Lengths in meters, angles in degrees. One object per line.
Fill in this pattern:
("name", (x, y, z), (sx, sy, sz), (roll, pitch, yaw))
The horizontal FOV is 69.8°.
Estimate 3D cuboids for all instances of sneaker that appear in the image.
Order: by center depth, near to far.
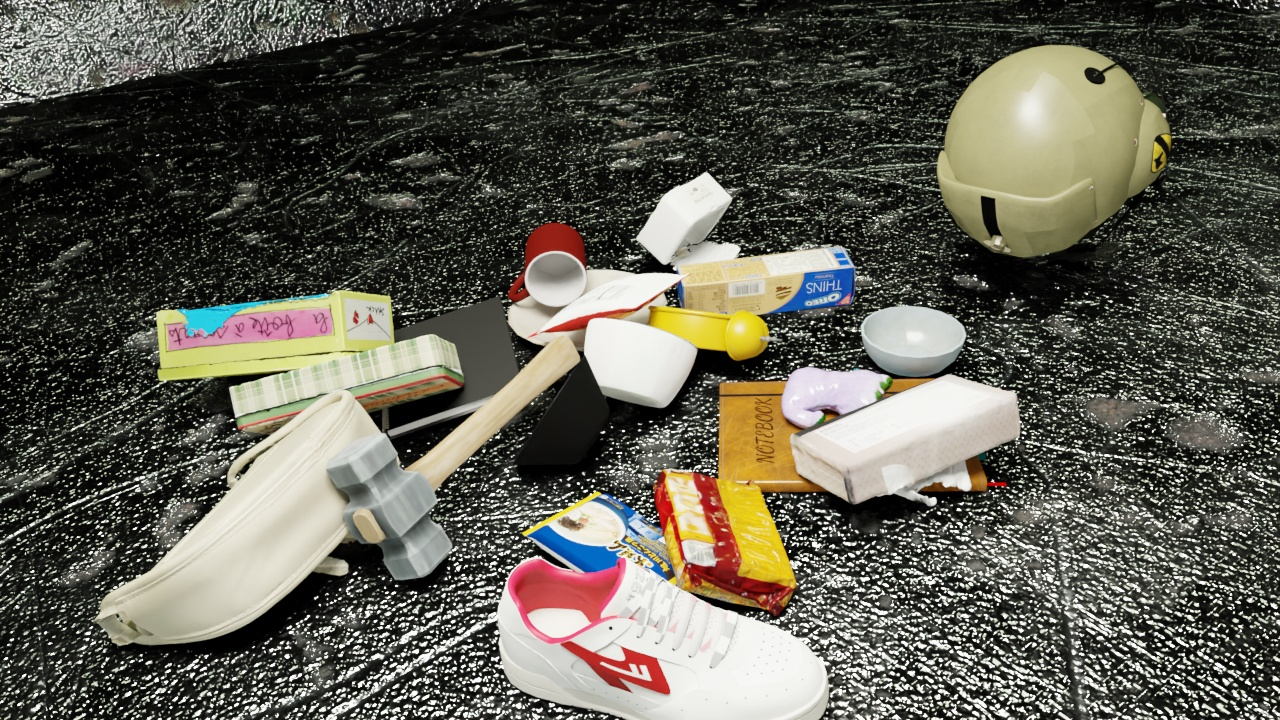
("sneaker", (0.010, 0.188, 0.634), (0.237, 0.104, 0.090), (8, 35, 19))

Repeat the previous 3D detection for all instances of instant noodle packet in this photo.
("instant noodle packet", (0.065, 0.142, 0.742), (0.098, 0.040, 0.135), (10, 29, -16))
("instant noodle packet", (-0.022, 0.155, 0.763), (0.086, 0.026, 0.134), (-24, 36, -39))

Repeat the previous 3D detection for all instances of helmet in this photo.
("helmet", (0.465, -0.234, 1.074), (0.232, 0.256, 0.250), (-28, 37, -36))

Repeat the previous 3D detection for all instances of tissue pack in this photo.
("tissue pack", (0.234, 0.075, 0.801), (0.181, 0.071, 0.104), (-16, 19, -20))

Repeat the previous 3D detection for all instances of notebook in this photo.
("notebook", (0.201, 0.065, 0.886), (0.249, 0.014, 0.178), (-1, 33, 6))
("notebook", (-0.215, 0.002, 1.023), (0.149, 0.016, 0.206), (-19, 34, -4))

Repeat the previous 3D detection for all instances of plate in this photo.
("plate", (-0.063, -0.055, 1.102), (0.189, 0.027, 0.188), (-4, 32, 2))

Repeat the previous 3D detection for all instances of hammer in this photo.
("hammer", (-0.148, 0.061, 0.856), (0.051, 0.117, 0.321), (-16, 18, 35))

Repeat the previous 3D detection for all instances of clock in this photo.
("clock", (0.077, -0.031, 0.990), (0.152, 0.052, 0.113), (8, 3, 12))

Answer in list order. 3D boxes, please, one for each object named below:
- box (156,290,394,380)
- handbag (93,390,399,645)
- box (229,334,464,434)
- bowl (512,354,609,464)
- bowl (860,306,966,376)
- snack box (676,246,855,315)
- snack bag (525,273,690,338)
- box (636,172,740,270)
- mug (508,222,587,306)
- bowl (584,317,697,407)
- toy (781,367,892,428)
("box", (-0.392, -0.023, 0.994), (0.221, 0.082, 0.124), (-7, -1, 10))
("handbag", (-0.314, 0.149, 0.784), (0.184, 0.132, 0.228), (-20, 22, 24))
("box", (-0.284, 0.026, 0.906), (0.205, 0.050, 0.118), (-16, -4, -2))
("bowl", (-0.065, 0.061, 0.872), (0.052, 0.124, 0.123), (33, 38, -2))
("bowl", (0.288, -0.015, 0.976), (0.106, 0.039, 0.106), (-4, 32, 2))
("snack box", (0.149, -0.091, 1.102), (0.207, 0.057, 0.056), (-6, 36, -2))
("snack bag", (-0.035, -0.063, 0.999), (0.144, 0.039, 0.130), (-13, 13, 33))
("box", (0.082, -0.160, 1.209), (0.130, 0.103, 0.109), (47, 47, 10))
("mug", (-0.116, -0.108, 1.110), (0.106, 0.073, 0.082), (-32, 30, 14))
("bowl", (-0.005, 0.005, 0.927), (0.116, 0.116, 0.065), (10, 79, 23))
("toy", (0.187, 0.037, 0.884), (0.100, 0.036, 0.080), (6, 44, 25))
